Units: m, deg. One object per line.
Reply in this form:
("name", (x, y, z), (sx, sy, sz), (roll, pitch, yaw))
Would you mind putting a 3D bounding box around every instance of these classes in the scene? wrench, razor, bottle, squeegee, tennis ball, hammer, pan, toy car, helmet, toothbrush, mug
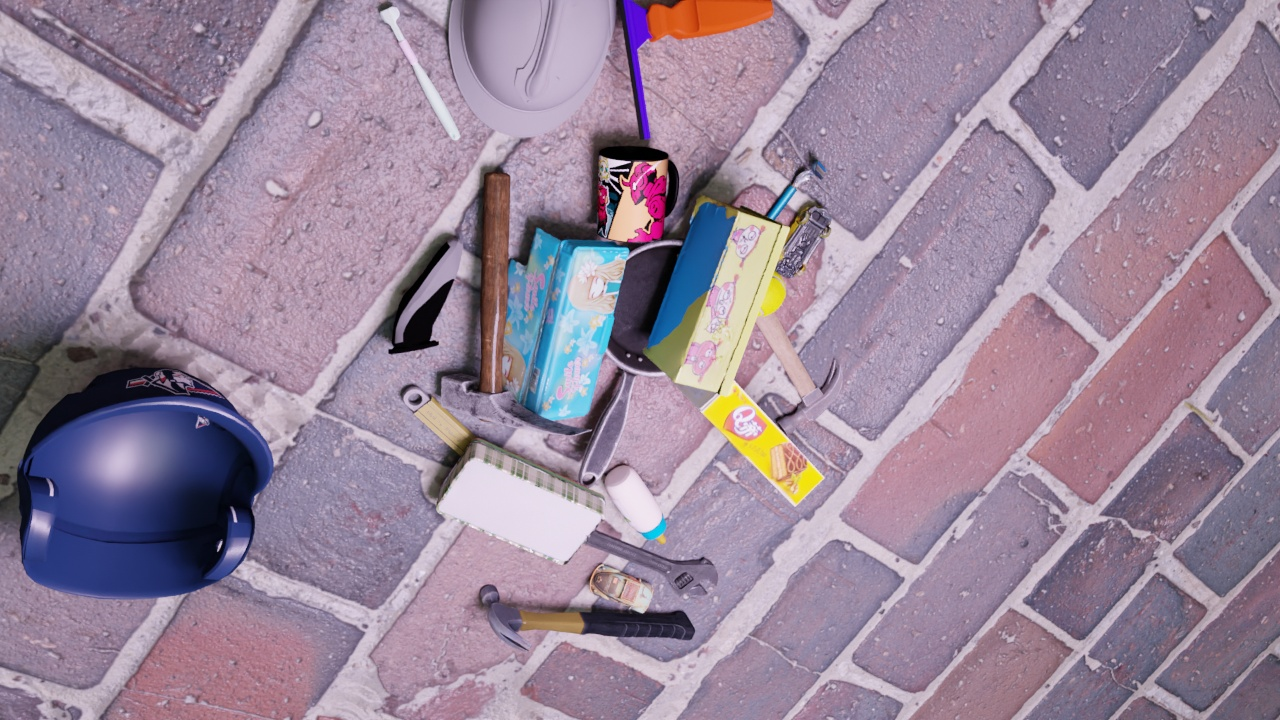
("wrench", (-0.212, 0.123, 1.217), (0.083, 0.018, 0.273), (-39, 120, 2))
("razor", (-0.253, -0.075, 1.094), (0.060, 0.057, 0.156), (21, 99, 4))
("bottle", (0.001, 0.214, 1.311), (0.051, 0.051, 0.146), (-33, 120, -2))
("squeegee", (0.064, -0.392, 1.049), (0.184, 0.055, 0.250), (-12, 102, -13))
("tennis ball", (0.155, -0.090, 1.190), (0.065, 0.065, 0.065), (-7, 116, -15))
("hammer", (0.181, -0.043, 1.272), (0.119, 0.030, 0.331), (-35, 117, -1))
("pan", (-0.007, 0.007, 1.210), (0.187, 0.055, 0.357), (19, 107, -25))
("hammer", (-0.066, 0.386, 1.346), (0.332, 0.118, 0.025), (12, 112, -28))
("razor", (0.185, -0.202, 1.199), (0.144, 0.022, 0.042), (-49, 155, 12))
("toy car", (0.213, -0.158, 1.221), (0.049, 0.030, 0.107), (28, 105, -26))
("helmet", (-0.101, -0.365, 0.970), (0.183, 0.117, 0.271), (8, 109, -21))
("toy car", (-0.021, 0.341, 1.359), (0.112, 0.047, 0.047), (29, 77, -28))
("helmet", (-0.523, 0.107, 0.983), (0.232, 0.222, 0.273), (19, 137, -40))
("toothbrush", (-0.239, -0.312, 1.008), (0.022, 0.015, 0.155), (-13, 123, 22))
("mug", (0.003, -0.204, 1.109), (0.117, 0.082, 0.098), (-19, 122, -41))
("wrench", (0.006, 0.296, 1.371), (0.273, 0.018, 0.073), (27, 103, -25))
("hammer", (-0.145, -0.066, 1.076), (0.037, 0.218, 0.301), (-12, 110, -53))

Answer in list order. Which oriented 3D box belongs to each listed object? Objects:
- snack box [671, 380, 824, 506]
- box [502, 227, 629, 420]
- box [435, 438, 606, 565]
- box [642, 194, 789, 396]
("snack box", (0.149, 0.096, 1.272), (0.061, 0.110, 0.230), (-45, 119, 1))
("box", (-0.110, -0.051, 1.140), (0.097, 0.121, 0.227), (-7, 119, -47))
("box", (-0.156, 0.188, 1.216), (0.205, 0.049, 0.118), (25, 118, -19))
("box", (0.090, -0.083, 1.121), (0.080, 0.124, 0.221), (15, 102, -26))
